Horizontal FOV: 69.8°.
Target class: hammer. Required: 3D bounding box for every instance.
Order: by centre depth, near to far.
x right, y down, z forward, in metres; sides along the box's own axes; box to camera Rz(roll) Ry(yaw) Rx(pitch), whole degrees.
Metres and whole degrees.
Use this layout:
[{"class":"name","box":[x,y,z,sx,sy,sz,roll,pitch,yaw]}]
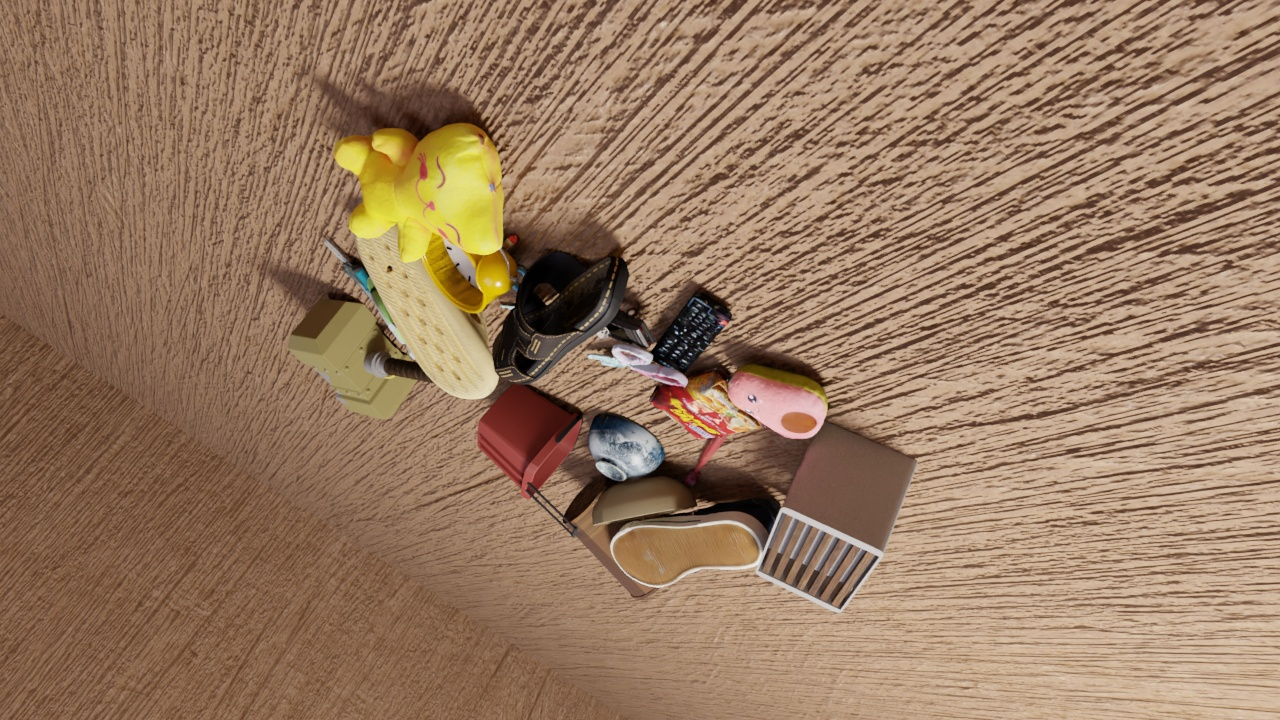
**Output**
[{"class":"hammer","box":[-0.337,0.013,1.334,0.325,0.100,0.190,9,145,35]}]

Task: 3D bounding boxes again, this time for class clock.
[{"class":"clock","box":[-0.192,-0.114,1.024,0.152,0.051,0.113,-15,111,56]},{"class":"clock","box":[-0.320,-0.069,1.216,0.119,0.042,0.094,53,170,34]}]

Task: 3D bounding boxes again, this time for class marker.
[{"class":"marker","box":[-0.173,-0.117,1.059,0.013,0.012,0.143,39,150,-16]}]

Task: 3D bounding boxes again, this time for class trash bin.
[{"class":"trash bin","box":[0.223,0.189,1.073,0.114,0.114,0.229,24,152,12]}]

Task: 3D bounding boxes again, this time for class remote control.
[{"class":"remote control","box":[0.053,-0.028,0.982,0.047,0.022,0.151,32,150,-3]}]

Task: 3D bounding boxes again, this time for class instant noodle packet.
[{"class":"instant noodle packet","box":[0.082,0.054,1.070,0.098,0.039,0.136,36,152,-25]}]

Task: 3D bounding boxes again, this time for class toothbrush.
[{"class":"toothbrush","box":[0.086,0.128,1.209,0.016,0.016,0.190,29,152,4]}]

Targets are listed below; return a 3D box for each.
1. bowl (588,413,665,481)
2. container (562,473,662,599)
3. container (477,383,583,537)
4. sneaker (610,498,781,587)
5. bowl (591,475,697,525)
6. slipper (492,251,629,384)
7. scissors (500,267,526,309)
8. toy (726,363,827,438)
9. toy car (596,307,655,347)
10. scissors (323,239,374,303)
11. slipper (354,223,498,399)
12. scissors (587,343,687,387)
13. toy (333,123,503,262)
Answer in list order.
[{"class":"bowl","box":[-0.029,0.131,1.278,0.114,0.060,0.114,23,150,14]},{"class":"container","box":[-0.027,0.270,1.446,0.167,0.131,0.132,43,150,-12]},{"class":"container","box":[-0.133,0.140,1.321,0.201,0.126,0.148,37,154,8]},{"class":"sneaker","box":[0.084,0.247,1.305,0.295,0.127,0.121,-22,101,41]},{"class":"bowl","box":[0.002,0.198,1.316,0.152,0.050,0.152,-10,169,-2]},{"class":"slipper","box":[-0.106,-0.051,0.999,0.075,0.112,0.269,29,150,-24]},{"class":"scissors","box":[-0.117,-0.062,1.102,0.134,0.015,0.135,26,158,11]},{"class":"toy","box":[0.144,0.041,0.974,0.110,0.051,0.090,24,151,13]},{"class":"toy car","box":[-0.026,-0.039,1.009,0.092,0.037,0.040,23,154,39]},{"class":"scissors","box":[-0.375,-0.108,1.259,0.142,0.019,0.128,34,158,6]},{"class":"slipper","box":[-0.256,-0.073,1.140,0.112,0.079,0.261,-23,104,35]},{"class":"scissors","box":[-0.026,-0.005,1.064,0.103,0.016,0.179,33,168,-37]},{"class":"toy","box":[-0.213,-0.171,0.928,0.194,0.087,0.134,7,116,33]}]
